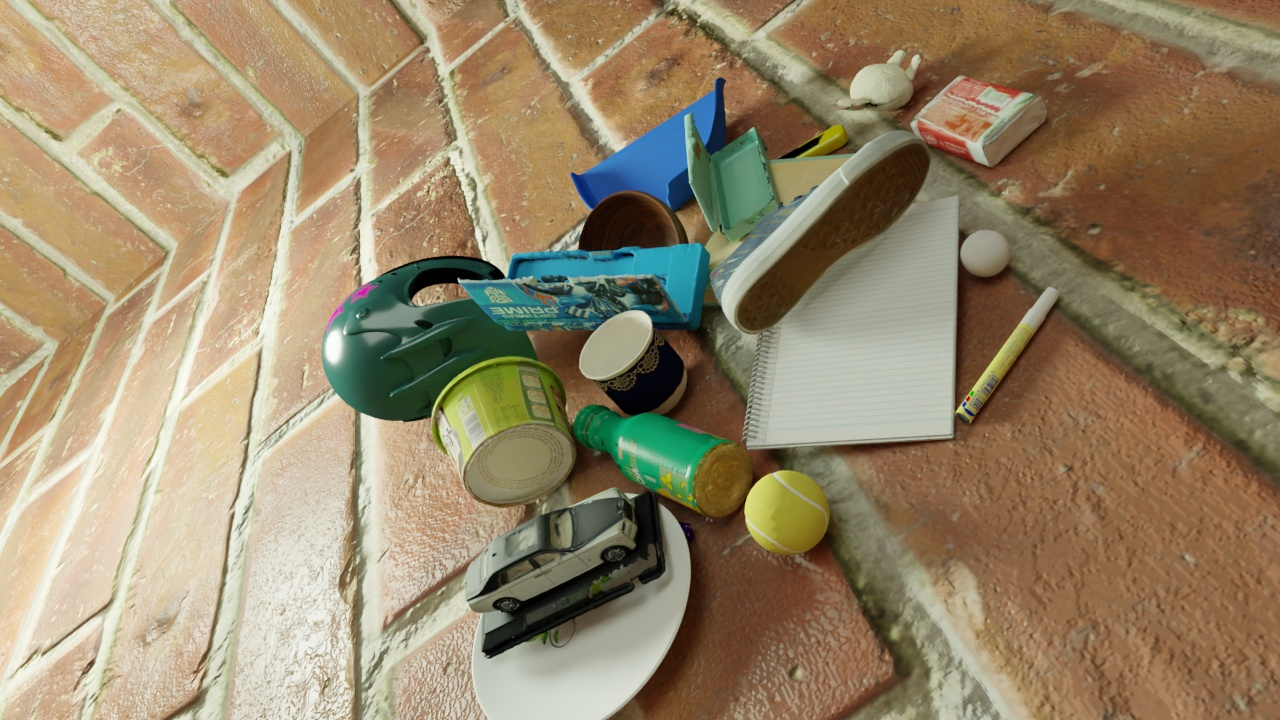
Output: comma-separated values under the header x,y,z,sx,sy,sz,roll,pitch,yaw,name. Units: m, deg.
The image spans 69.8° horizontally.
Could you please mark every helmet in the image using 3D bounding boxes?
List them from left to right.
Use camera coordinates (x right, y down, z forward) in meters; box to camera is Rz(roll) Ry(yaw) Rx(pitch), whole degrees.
x,y,z,sx,sy,sz,roll,pitch,yaw,name
-0.268,-0.024,1.157,0.275,0.176,0.200,-19,34,8,helmet

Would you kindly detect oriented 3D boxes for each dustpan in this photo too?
x,y,z,sx,sy,sz,roll,pitch,yaw,name
0.026,-0.219,1.170,0.246,0.059,0.257,-28,56,22,dustpan

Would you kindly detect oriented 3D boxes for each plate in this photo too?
x,y,z,sx,sy,sz,roll,pitch,yaw,name
-0.048,0.220,0.795,0.230,0.030,0.228,-26,37,22,plate

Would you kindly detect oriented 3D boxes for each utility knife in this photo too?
x,y,z,sx,sy,sz,roll,pitch,yaw,name
0.164,-0.227,1.084,0.173,0.020,0.028,-27,35,22,utility knife

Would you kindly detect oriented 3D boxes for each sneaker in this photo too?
x,y,z,sx,sy,sz,roll,pitch,yaw,name
0.155,-0.128,0.836,0.235,0.087,0.079,-42,45,3,sneaker

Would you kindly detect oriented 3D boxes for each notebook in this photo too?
x,y,z,sx,sy,sz,roll,pitch,yaw,name
0.188,-0.036,0.813,0.178,0.013,0.245,-7,55,30,notebook

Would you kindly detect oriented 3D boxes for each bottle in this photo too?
x,y,z,sx,sy,sz,roll,pitch,yaw,name
0.010,0.083,0.853,0.210,0.068,0.068,17,65,51,bottle

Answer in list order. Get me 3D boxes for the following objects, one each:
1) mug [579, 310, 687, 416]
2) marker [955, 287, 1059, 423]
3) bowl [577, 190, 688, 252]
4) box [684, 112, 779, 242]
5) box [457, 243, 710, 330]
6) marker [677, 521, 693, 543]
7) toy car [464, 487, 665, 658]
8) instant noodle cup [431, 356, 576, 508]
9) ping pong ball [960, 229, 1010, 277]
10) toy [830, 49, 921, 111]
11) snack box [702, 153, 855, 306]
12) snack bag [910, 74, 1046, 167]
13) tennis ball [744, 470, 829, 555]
x,y,z,sx,sy,sz,roll,pitch,yaw,name
-0.006,0.006,0.934,0.085,0.089,0.112,-42,34,0,mug
0.291,-0.006,0.723,0.132,0.014,0.014,-50,35,-12,marker
0.005,-0.120,1.059,0.147,0.068,0.147,5,98,36,bowl
0.090,-0.219,1.010,0.077,0.093,0.187,-33,30,23,box
-0.062,-0.089,0.970,0.244,0.115,0.093,1,70,29,box
-0.005,0.152,0.839,0.134,0.015,0.018,-2,71,43,marker
-0.077,0.171,0.788,0.192,0.071,0.094,-28,39,17,toy car
-0.134,0.079,0.945,0.146,0.146,0.097,-37,46,6,instant noodle cup
0.296,-0.092,0.788,0.040,0.040,0.040,-26,38,22,ping pong ball
0.269,-0.308,1.039,0.112,0.050,0.087,-45,34,1,toy
0.146,-0.140,0.983,0.142,0.044,0.193,9,59,49,snack box
0.335,-0.240,0.915,0.077,0.036,0.116,-42,35,1,snack bag
0.114,0.119,0.716,0.065,0.065,0.065,-26,38,22,tennis ball
